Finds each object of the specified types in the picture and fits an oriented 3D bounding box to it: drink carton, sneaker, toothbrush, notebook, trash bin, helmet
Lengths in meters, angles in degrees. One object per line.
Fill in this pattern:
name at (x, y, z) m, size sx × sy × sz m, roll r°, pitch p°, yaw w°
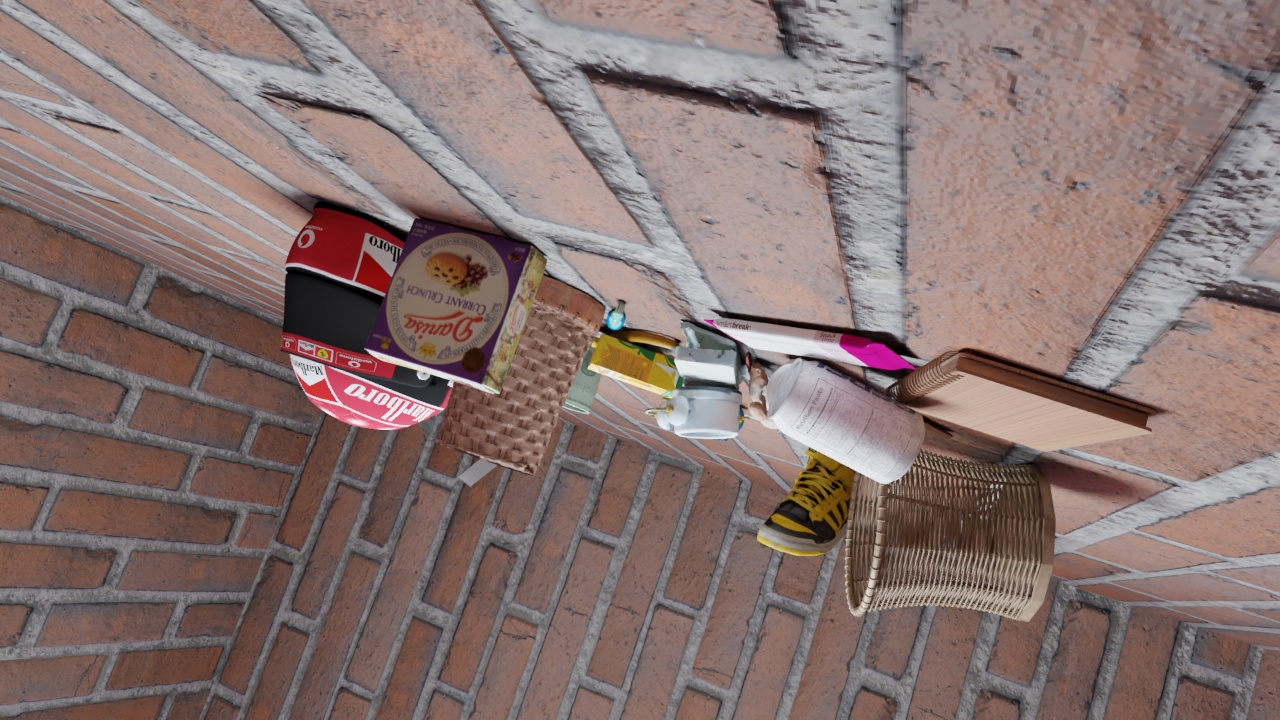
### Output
drink carton at (-0.007, 0.007, 1.155) m, size 0.122 × 0.041 × 0.058 m, roll 20°, pitch 171°, yaw -5°
sneaker at (0.239, 0.183, 1.246) m, size 0.086 × 0.122 × 0.238 m, roll 16°, pitch -169°, yaw 29°
toothbrush at (-0.027, -0.050, 1.055) m, size 0.022 × 0.017 × 0.135 m, roll 19°, pitch 174°, yaw -3°
notebook at (0.325, 0.041, 0.825) m, size 0.169 × 0.022 × 0.210 m, roll 18°, pitch 171°, yaw 5°
toothbrush at (0.135, 0.017, 1.114) m, size 0.016 × 0.015 × 0.184 m, roll 7°, pitch 167°, yaw 13°
trash bin at (-0.145, 0.013, 1.052) m, size 0.151 × 0.210 × 0.151 m, roll 19°, pitch 171°, yaw 3°
helmet at (-0.316, -0.032, 1.108) m, size 0.198 × 0.224 × 0.270 m, roll 13°, pitch 171°, yaw 37°

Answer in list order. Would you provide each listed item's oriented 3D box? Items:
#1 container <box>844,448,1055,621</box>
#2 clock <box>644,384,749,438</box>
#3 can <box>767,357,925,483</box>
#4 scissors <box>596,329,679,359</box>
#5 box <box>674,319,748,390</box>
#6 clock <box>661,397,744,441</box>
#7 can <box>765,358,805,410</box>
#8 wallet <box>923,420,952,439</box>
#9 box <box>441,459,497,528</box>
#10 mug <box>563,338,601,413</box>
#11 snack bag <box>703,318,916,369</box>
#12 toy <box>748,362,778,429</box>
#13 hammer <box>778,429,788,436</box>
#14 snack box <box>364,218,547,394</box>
container at (0.366, 0.206, 1.110) m, size 0.196 × 0.226 × 0.227 m, roll 7°, pitch 170°, yaw 5°
clock at (0.063, 0.059, 1.069) m, size 0.117 × 0.057 × 0.083 m, roll 4°, pitch 169°, yaw -11°
can at (0.199, 0.058, 0.891) m, size 0.136 × 0.078 × 0.078 m, roll 27°, pitch 171°, yaw -2°
scissors at (-0.017, -0.024, 1.184) m, size 0.225 × 0.016 × 0.226 m, roll 23°, pitch 170°, yaw -20°
box at (0.083, 0.009, 1.060) m, size 0.085 × 0.070 × 0.199 m, roll 37°, pitch 175°, yaw 15°
clock at (0.101, 0.085, 1.466) m, size 0.116 × 0.060 × 0.162 m, roll 24°, pitch 169°, yaw -21°
can at (0.201, 0.050, 0.989) m, size 0.128 × 0.072 × 0.072 m, roll 24°, pitch 170°, yaw -29°
wallet at (0.295, 0.067, 1.079) m, size 0.121 × 0.013 × 0.087 m, roll 24°, pitch 170°, yaw -29°
box at (-0.434, 0.293, 2.698) m, size 0.149 × 0.412 × 0.167 m, roll 14°, pitch 164°, yaw 8°
mug at (-0.105, 0.008, 1.279) m, size 0.111 × 0.104 × 0.084 m, roll 24°, pitch 170°, yaw -33°
snack bag at (0.153, -0.017, 0.854) m, size 0.197 × 0.016 × 0.070 m, roll 11°, pitch 168°, yaw 43°
toy at (0.171, 0.044, 1.078) m, size 0.085 × 0.074 × 0.106 m, roll 1°, pitch 173°, yaw 12°
hammer at (0.248, 0.088, 1.219) m, size 0.132 × 0.033 × 0.330 m, roll 18°, pitch 174°, yaw 12°
snack box at (-0.183, -0.056, 0.913) m, size 0.143 × 0.148 × 0.040 m, roll 15°, pitch 171°, yaw 22°
